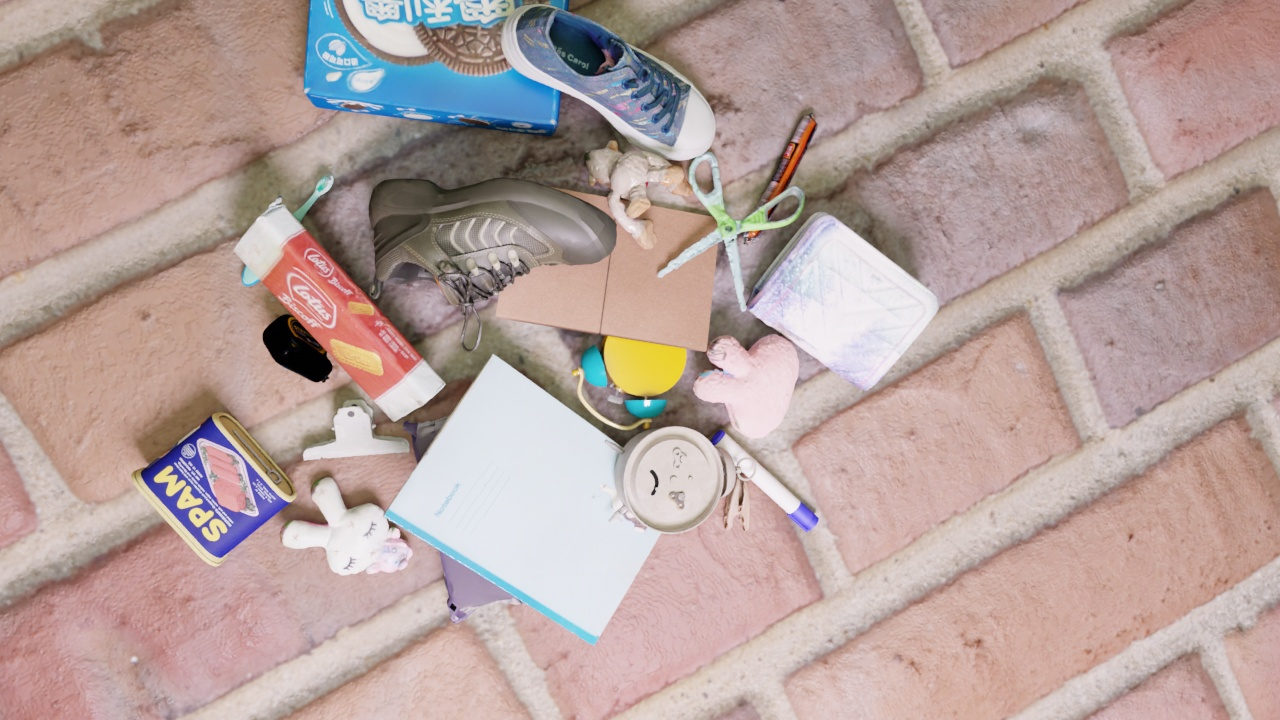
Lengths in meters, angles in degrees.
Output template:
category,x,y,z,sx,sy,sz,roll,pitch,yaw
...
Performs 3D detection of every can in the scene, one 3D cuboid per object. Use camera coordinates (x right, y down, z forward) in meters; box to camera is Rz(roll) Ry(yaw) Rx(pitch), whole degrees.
category,x,y,z,sx,sy,sz,roll,pitch,yaw
can,-0.399,0.118,0.867,0.092,0.056,0.116,-40,98,-5

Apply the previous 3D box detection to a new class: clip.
category,x,y,z,sx,sy,sz,roll,pitch,yaw
clip,0.105,0.152,0.956,0.052,0.026,0.059,41,88,-10
clip,-0.279,0.069,0.892,0.101,0.045,0.056,-4,106,-9

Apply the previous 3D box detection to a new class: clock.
category,x,y,z,sx,sy,sz,roll,pitch,yaw
clock,-0.005,0.005,0.924,0.099,0.044,0.129,37,81,-8
clock,0.043,0.115,0.918,0.156,0.061,0.103,-3,92,-20

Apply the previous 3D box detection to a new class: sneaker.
category,x,y,z,sx,sy,sz,roll,pitch,yaw
sneaker,-0.012,-0.265,0.857,0.235,0.079,0.087,22,82,-31
sneaker,-0.146,-0.086,0.836,0.238,0.101,0.142,5,76,11

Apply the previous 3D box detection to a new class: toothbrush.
category,x,y,z,sx,sy,sz,roll,pitch,yaw
toothbrush,-0.339,-0.125,0.881,0.022,0.017,0.135,38,87,-13

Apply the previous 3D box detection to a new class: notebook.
category,x,y,z,sx,sy,sz,roll,pitch,yaw
notebook,-0.093,0.139,0.889,0.253,0.009,0.181,38,75,-22
notebook,-0.029,-0.093,0.912,0.209,0.008,0.141,9,77,-8

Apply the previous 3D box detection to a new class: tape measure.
category,x,y,z,sx,sy,sz,roll,pitch,yaw
tape measure,-0.327,-0.012,0.867,0.034,0.061,0.061,-37,54,7

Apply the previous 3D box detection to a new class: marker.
category,x,y,z,sx,sy,sz,roll,pitch,yaw
marker,0.130,0.127,0.960,0.141,0.020,0.020,42,87,-8

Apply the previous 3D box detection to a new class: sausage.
category,x,y,z,sx,sy,sz,roll,pitch,yaw
sausage,0.145,-0.187,0.945,0.020,0.020,0.155,27,89,-9

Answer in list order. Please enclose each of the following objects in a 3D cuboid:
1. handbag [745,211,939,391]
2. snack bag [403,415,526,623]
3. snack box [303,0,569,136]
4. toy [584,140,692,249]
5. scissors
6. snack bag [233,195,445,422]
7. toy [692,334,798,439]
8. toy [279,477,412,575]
category,x,y,z,sx,sy,sz,roll,pitch,yaw
handbag,0.205,-0.061,0.940,0.158,0.069,0.126,36,102,-8
snack bag,-0.163,0.150,0.901,0.096,0.058,0.205,-14,94,-8
snack box,-0.189,-0.329,0.871,0.238,0.056,0.195,5,93,-9
toy,-0.014,-0.171,0.899,0.106,0.074,0.085,34,93,14
scissors,0.085,-0.135,0.922,0.171,0.023,0.172,-31,85,-8
snack bag,-0.281,-0.041,0.857,0.225,0.078,0.041,49,46,-13
toy,0.108,0.020,0.929,0.105,0.053,0.108,21,95,-19
toy,-0.282,0.170,0.896,0.122,0.038,0.079,29,82,-11
